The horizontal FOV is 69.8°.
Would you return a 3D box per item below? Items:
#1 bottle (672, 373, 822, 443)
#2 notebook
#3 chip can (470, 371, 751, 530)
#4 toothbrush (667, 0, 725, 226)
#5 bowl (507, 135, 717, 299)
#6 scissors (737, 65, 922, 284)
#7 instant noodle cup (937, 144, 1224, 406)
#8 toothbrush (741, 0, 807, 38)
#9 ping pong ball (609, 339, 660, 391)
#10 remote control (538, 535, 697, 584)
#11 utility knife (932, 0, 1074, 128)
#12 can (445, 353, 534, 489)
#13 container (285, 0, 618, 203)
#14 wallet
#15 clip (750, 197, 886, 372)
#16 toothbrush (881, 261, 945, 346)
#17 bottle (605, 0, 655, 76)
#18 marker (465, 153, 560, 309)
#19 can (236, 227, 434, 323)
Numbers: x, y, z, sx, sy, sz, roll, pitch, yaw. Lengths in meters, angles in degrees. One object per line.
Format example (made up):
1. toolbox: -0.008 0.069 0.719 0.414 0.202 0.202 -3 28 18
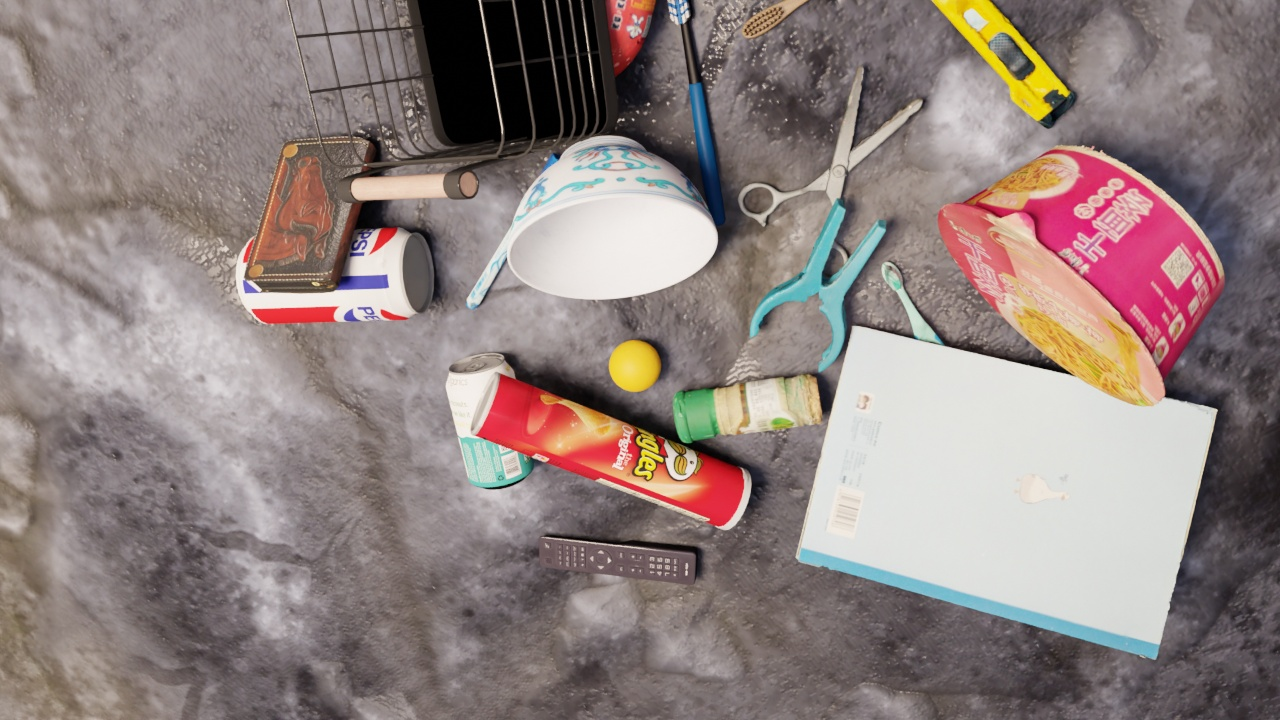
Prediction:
1. bottle: 0.083 0.037 0.708 0.111 0.043 0.043 -9 108 11
2. notebook: 0.256 0.091 0.657 0.253 0.009 0.181 14 89 11
3. chip can: -0.021 0.071 0.702 0.214 0.051 0.052 23 112 -16
4. toothbrush: 0.041 -0.177 0.650 0.014 0.014 0.168 -4 109 22
5. bowl: -0.022 -0.107 0.641 0.144 0.144 0.074 -11 68 12
6. scissors: 0.144 -0.119 0.656 0.142 0.014 0.162 -19 107 18
7. instant noodle cup: 0.282 -0.061 0.581 0.078 0.178 0.178 -45 99 4
8. toothbrush: 0.139 -0.258 0.597 0.167 0.016 0.016 -27 98 21
9. ping pong ball: -0.004 0.004 0.709 0.040 0.040 0.040 3 110 8
10. remote control: -0.020 0.168 0.785 0.136 0.015 0.032 4 111 10
11. utility knife: 0.225 -0.220 0.606 0.165 0.017 0.030 45 105 -5
12. can: -0.121 0.049 0.736 0.055 0.054 0.102 -6 109 11
13. container: -0.127 -0.229 0.563 0.163 0.130 0.241 5 113 34
14. wallet: -0.241 -0.108 0.672 0.072 0.019 0.122 0 66 13
15. clip: 0.145 -0.040 0.667 0.121 0.031 0.130 47 117 -4
16. toothbrush: 0.213 -0.015 0.681 0.022 0.017 0.135 -28 103 21
17. bottle: -0.022 -0.236 0.612 0.062 0.061 0.138 16 111 2
18. marker: -0.097 -0.096 0.702 0.013 0.013 0.142 33 112 -4
19. can: -0.232 -0.064 0.703 0.132 0.070 0.070 -1 110 9
